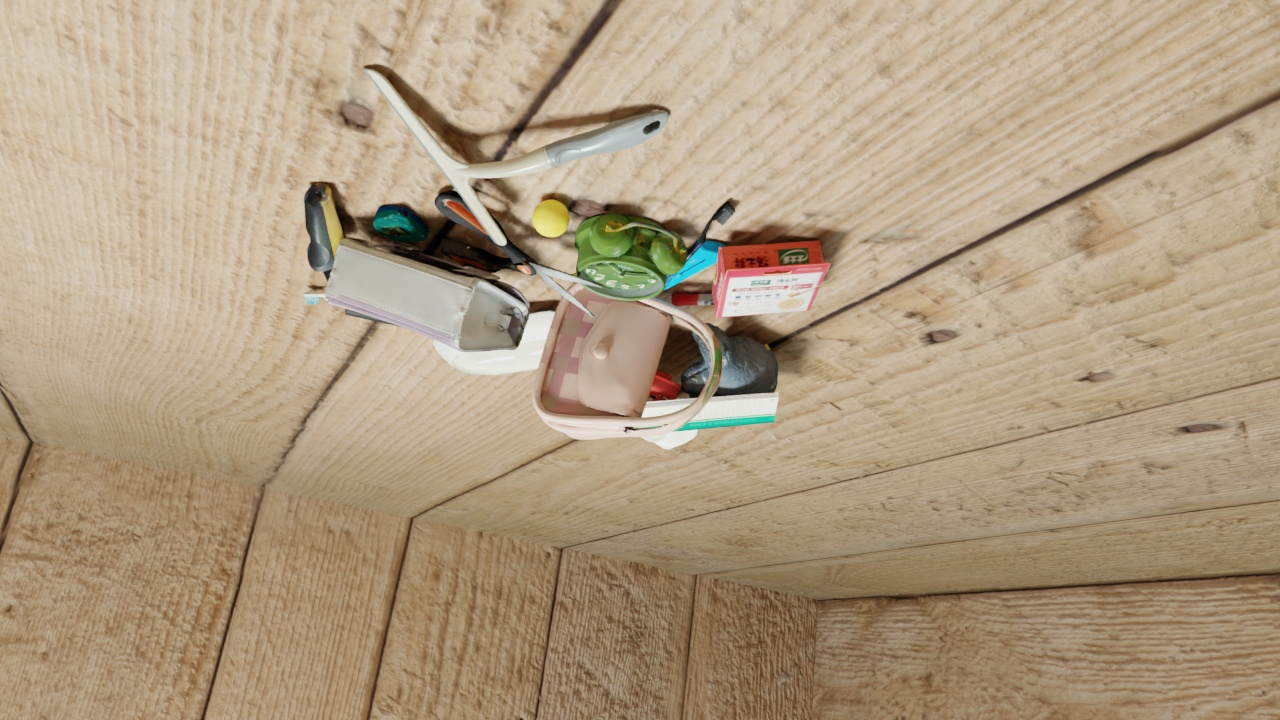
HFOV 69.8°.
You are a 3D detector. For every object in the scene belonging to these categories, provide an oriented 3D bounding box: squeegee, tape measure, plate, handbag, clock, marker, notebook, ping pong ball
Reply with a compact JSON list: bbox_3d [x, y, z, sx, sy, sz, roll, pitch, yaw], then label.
[{"bbox_3d":[-0.091,-0.193,0.856,0.247,0.039,0.246,-7,145,20],"label":"squeegee"},{"bbox_3d":[-0.281,-0.156,1.063,0.055,0.025,0.058,-2,157,21],"label":"tape measure"},{"bbox_3d":[-0.172,-0.019,1.324,0.266,0.034,0.162,-9,160,20],"label":"plate"},{"bbox_3d":[-0.248,-0.078,1.095,0.197,0.098,0.144,19,-179,21],"label":"handbag"},{"bbox_3d":[-0.013,-0.119,1.028,0.116,0.056,0.162,13,158,-18],"label":"clock"},{"bbox_3d":[-0.365,-0.062,1.347,0.132,0.020,0.022,13,142,-17],"label":"marker"},{"bbox_3d":[0.006,0.074,1.428,0.164,0.034,0.164,50,153,0],"label":"plate"},{"bbox_3d":[0.110,-0.077,1.150,0.145,0.017,0.017,0,158,18],"label":"marker"},{"bbox_3d":[0.085,0.074,1.277,0.209,0.012,0.150,-5,162,5],"label":"notebook"},{"bbox_3d":[-0.096,-0.153,0.987,0.040,0.040,0.040,6,159,2],"label":"ping pong ball"},{"bbox_3d":[-0.007,0.007,1.129,0.234,0.193,0.093,8,163,28],"label":"handbag"}]

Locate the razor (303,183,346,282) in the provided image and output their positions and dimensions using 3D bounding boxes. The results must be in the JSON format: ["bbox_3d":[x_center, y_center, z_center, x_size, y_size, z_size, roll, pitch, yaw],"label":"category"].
[{"bbox_3d":[-0.365,-0.151,1.083,0.067,0.062,0.168,-19,160,-18],"label":"razor"}]

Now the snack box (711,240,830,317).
[{"bbox_3d":[0.143,-0.095,1.027,0.113,0.044,0.127,-4,159,-2],"label":"snack box"}]

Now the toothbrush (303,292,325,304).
[{"bbox_3d":[-0.367,-0.091,1.261,0.225,0.027,0.026,1,-165,17],"label":"toothbrush"}]

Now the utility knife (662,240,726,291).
[{"bbox_3d":[0.036,-0.101,1.112,0.034,0.018,0.210,17,159,-25],"label":"utility knife"}]

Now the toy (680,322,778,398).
[{"bbox_3d":[0.125,0.023,1.292,0.138,0.091,0.357,-4,160,4],"label":"toy"}]

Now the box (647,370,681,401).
[{"bbox_3d":[-0.014,0.023,1.322,0.112,0.099,0.202,24,155,-11],"label":"box"}]

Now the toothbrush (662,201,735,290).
[{"bbox_3d":[0.060,-0.122,1.022,0.016,0.014,0.190,32,148,-6],"label":"toothbrush"}]

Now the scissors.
[{"bbox_3d":[-0.152,-0.118,1.049,0.221,0.021,0.230,8,151,40],"label":"scissors"}]
